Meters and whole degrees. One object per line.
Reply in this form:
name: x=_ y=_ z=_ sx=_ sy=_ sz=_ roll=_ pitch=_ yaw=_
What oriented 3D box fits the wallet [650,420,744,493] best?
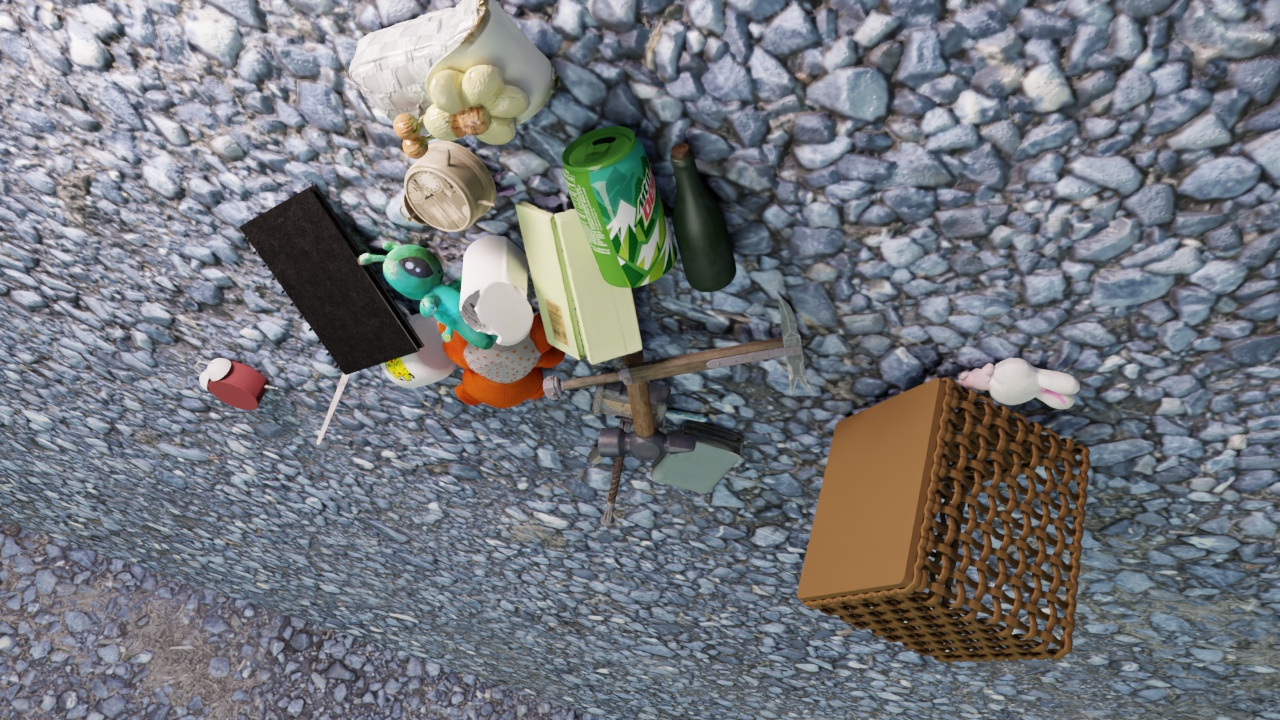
wallet: x=0.081 y=0.139 z=1.330 sx=0.100 sy=0.054 sz=0.132 roll=16 pitch=146 yaw=-16

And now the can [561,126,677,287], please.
can: x=-0.020 y=-0.150 z=0.910 sx=0.083 sy=0.082 sz=0.144 roll=-1 pitch=134 yaw=23

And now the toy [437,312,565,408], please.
toy: x=-0.179 y=-0.003 z=1.199 sx=0.163 sy=0.092 sz=0.173 roll=-2 pitch=146 yaw=-10

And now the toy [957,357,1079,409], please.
toy: x=0.424 y=0.025 z=1.032 sx=0.125 sy=0.037 sz=0.076 roll=9 pitch=152 yaw=21

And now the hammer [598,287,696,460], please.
hammer: x=-0.007 y=0.007 z=1.140 sx=0.129 sy=0.040 sz=0.322 roll=0 pitch=132 yaw=11

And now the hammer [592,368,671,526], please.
hammer: x=-0.031 y=0.147 z=1.336 sx=0.098 sy=0.044 sz=0.323 roll=14 pitch=135 yaw=3

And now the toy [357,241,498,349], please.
toy: x=-0.244 y=-0.078 z=1.086 sx=0.193 sy=0.130 sz=0.073 roll=40 pitch=113 yaw=2

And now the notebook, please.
notebook: x=-0.391 y=-0.092 z=1.153 sx=0.170 sy=0.019 sz=0.231 roll=-14 pitch=115 yaw=37

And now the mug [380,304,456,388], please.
mug: x=-0.301 y=-0.022 z=1.224 sx=0.068 sy=0.094 sz=0.115 roll=-17 pitch=112 yaw=37

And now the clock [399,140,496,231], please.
clock: x=-0.220 y=-0.176 z=0.986 sx=0.141 sy=0.054 sz=0.093 roll=-17 pitch=122 yaw=41

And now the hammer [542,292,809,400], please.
hammer: x=0.035 y=0.004 z=1.095 sx=0.317 sy=0.028 sz=0.147 roll=-10 pitch=130 yaw=8

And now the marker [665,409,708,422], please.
marker: x=0.026 y=0.071 z=1.288 sx=0.142 sy=0.013 sz=0.013 roll=8 pitch=146 yaw=11

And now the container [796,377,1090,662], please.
container: x=0.356 y=0.197 z=1.091 sx=0.214 sy=0.251 sz=0.220 roll=25 pitch=155 yaw=-13

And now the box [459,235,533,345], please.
box: x=-0.162 y=-0.074 z=1.034 sx=0.092 sy=0.159 sz=0.081 roll=-28 pitch=130 yaw=22

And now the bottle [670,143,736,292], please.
bottle: x=0.057 y=-0.145 z=0.926 sx=0.055 sy=0.055 sz=0.174 roll=3 pitch=143 yaw=19

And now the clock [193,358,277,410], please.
clock: x=-0.666 y=0.036 z=1.499 sx=0.124 sy=0.044 sz=0.087 roll=33 pitch=143 yaw=-24

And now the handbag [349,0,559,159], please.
handbag: x=-0.176 y=-0.244 z=0.820 sx=0.172 sy=0.123 sz=0.112 roll=-5 pitch=156 yaw=30

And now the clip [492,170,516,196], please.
clip: x=-0.155 y=-0.185 z=0.994 sx=0.045 sy=0.014 sz=0.051 roll=26 pitch=142 yaw=-13

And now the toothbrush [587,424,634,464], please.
toothbrush: x=-0.033 y=0.114 z=1.367 sx=0.024 sy=0.022 sz=0.186 roll=42 pitch=142 yaw=-4

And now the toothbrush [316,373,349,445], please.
toothbrush: x=-0.419 y=0.039 z=1.276 sx=0.010 sy=0.181 sz=0.010 roll=10 pitch=143 yaw=-1

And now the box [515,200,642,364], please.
box: x=-0.071 y=-0.085 z=1.022 sx=0.134 sy=0.061 sz=0.188 roll=6 pitch=126 yaw=21
